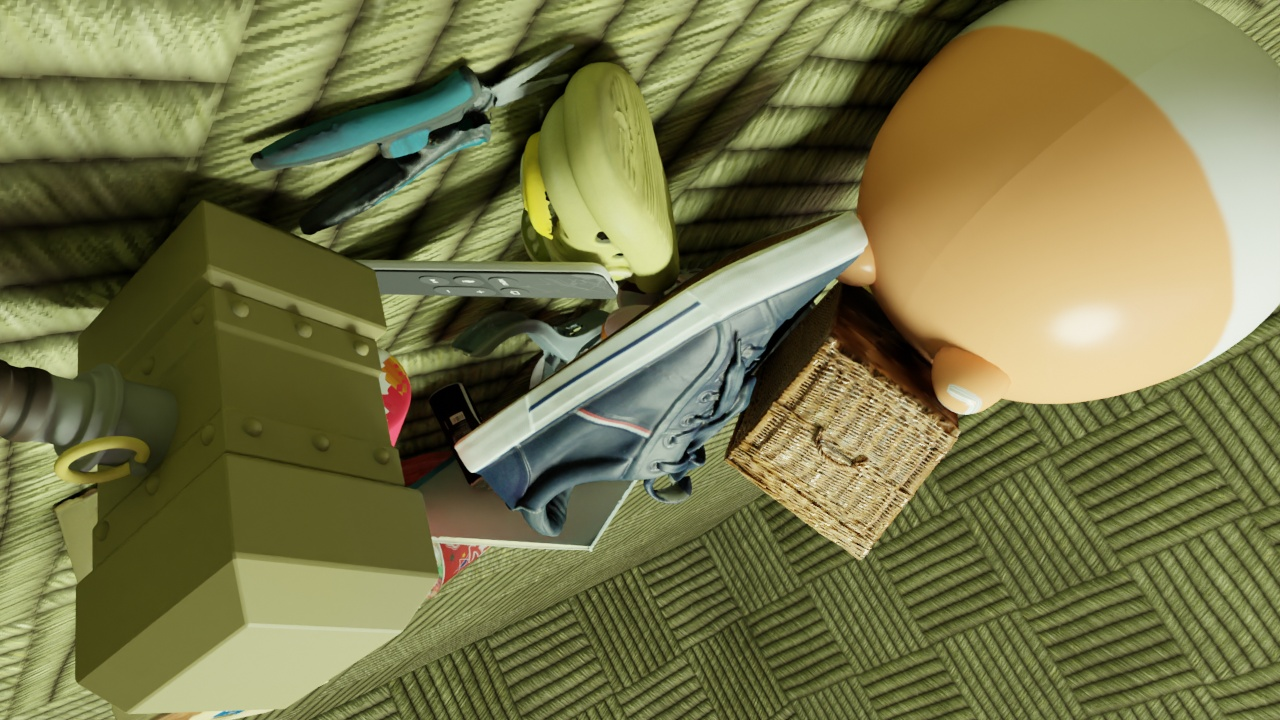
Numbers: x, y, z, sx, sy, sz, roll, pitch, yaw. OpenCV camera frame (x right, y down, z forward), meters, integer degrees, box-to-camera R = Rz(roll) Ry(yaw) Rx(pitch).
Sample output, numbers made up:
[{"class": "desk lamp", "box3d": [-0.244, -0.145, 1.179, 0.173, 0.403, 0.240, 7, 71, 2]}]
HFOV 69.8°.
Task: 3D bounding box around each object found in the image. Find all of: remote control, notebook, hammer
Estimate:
[{"class": "remote control", "box3d": [-0.087, -0.042, 0.483, 0.147, 0.008, 0.045, 2, 169, 11]}, {"class": "notebook", "box3d": [-0.095, 0.101, 0.750, 0.181, 0.009, 0.253, 1, -169, 12]}, {"class": "hammer", "box3d": [-0.234, 0.004, 0.285, 0.101, 0.190, 0.324, -36, 146, 24]}]

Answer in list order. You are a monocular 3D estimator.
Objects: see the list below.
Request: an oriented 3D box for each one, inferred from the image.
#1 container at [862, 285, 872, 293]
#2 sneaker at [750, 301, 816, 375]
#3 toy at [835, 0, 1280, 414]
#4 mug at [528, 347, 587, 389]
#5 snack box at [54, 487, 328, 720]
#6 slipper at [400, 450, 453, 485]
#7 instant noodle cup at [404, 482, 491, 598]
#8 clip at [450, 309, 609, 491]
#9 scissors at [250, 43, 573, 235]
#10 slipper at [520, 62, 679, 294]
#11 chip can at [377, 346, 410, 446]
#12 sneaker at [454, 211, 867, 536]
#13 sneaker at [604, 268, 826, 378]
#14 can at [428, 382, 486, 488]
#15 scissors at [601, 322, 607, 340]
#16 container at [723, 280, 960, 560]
[{"class": "container", "box3d": [0.406, -0.075, 1.062, 0.306, 0.196, 0.307, -29, 166, -8]}, {"class": "sneaker", "box3d": [0.083, 0.010, 0.980, 0.257, 0.093, 0.160, -33, 173, 17]}, {"class": "toy", "box3d": [0.270, -0.095, 0.605, 0.280, 0.262, 0.266, -33, 158, -7]}, {"class": "mug", "box3d": [-0.034, 0.017, 0.799, 0.121, 0.085, 0.094, -58, 167, -6]}, {"class": "snack box", "box3d": [-0.306, 0.173, 0.647, 0.055, 0.153, 0.207, -26, 164, -6]}, {"class": "slipper", "box3d": [-0.268, 0.160, 0.857, 0.248, 0.059, 0.104, -26, 164, -8]}, {"class": "instant noodle cup", "box3d": [-0.163, 0.138, 0.808, 0.112, 0.100, 0.101, -24, 166, -44]}, {"class": "clip", "box3d": [-0.087, 0.003, 0.663, 0.168, 0.031, 0.164, -61, 151, -16]}, {"class": "scissors", "box3d": [-0.102, -0.097, 0.406, 0.151, 0.019, 0.119, -17, 160, -43]}, {"class": "slipper", "box3d": [-0.025, -0.087, 0.490, 0.082, 0.091, 0.190, -7, 169, 9]}, {"class": "chip can", "box3d": [-0.211, 0.067, 0.642, 0.069, 0.069, 0.221, -20, 162, -31]}, {"class": "sneaker", "box3d": [0.027, 0.024, 0.566, 0.295, 0.127, 0.120, -36, -178, 23]}, {"class": "sneaker", "box3d": [0.059, -0.045, 0.757, 0.112, 0.116, 0.292, -49, 175, 36]}, {"class": "can", "box3d": [-0.137, 0.059, 0.725, 0.031, 0.080, 0.031, -27, 165, -8]}, {"class": "scissors", "box3d": [-0.004, 0.002, 0.748, 0.011, 0.130, 0.125, -6, 140, 21]}, {"class": "container", "box3d": [0.149, 0.030, 0.660, 0.113, 0.114, 0.198, -54, 180, 24]}]
